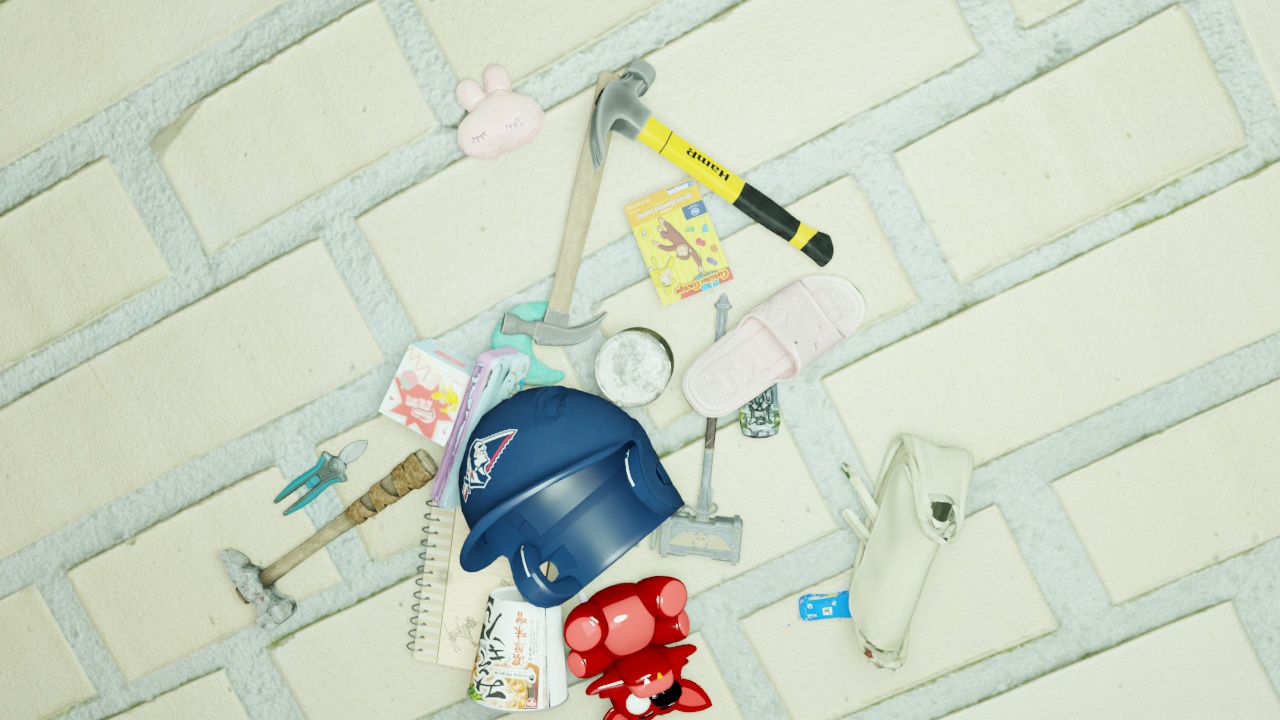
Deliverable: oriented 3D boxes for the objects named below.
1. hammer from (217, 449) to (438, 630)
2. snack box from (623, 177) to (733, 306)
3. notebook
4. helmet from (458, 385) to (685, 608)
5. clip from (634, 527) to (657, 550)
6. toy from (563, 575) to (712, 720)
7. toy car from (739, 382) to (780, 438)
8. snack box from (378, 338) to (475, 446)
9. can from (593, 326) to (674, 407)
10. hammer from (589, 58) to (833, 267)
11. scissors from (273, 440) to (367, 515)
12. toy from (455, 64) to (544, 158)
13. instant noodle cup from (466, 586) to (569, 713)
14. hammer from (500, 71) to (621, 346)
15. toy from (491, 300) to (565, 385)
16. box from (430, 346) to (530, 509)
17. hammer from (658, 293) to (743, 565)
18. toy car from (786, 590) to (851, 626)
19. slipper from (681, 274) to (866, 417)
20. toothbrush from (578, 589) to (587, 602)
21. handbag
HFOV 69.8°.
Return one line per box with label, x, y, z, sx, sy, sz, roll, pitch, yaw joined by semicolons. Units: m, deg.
hammer;-0.393;0.216;1.176;0.319;0.049;0.121;-35;90;8
snack box;0.046;-0.139;1.082;0.088;0.040;0.126;-21;94;8
notebook;-0.206;0.290;1.173;0.167;0.024;0.225;10;98;4
helmet;-0.102;0.139;1.020;0.233;0.271;0.223;-43;81;23
clip;0.011;0.197;1.139;0.044;0.023;0.076;11;96;6
toy;-0.003;0.366;1.116;0.158;0.121;0.197;-19;100;-17
toy car;0.141;0.041;1.099;0.048;0.033;0.105;-2;84;4
snack box;-0.247;0.038;1.117;0.093;0.079;0.095;29;100;2
can;-0.007;0.006;1.090;0.090;0.074;0.090;1;96;5
hammer;0.085;-0.205;1.042;0.324;0.169;0.034;33;143;-8
scissors;-0.406;0.154;1.181;0.136;0.019;0.138;2;96;3
toy;-0.174;-0.294;1.085;0.108;0.053;0.105;-26;79;10
instant noodle cup;-0.144;0.344;1.111;0.124;0.123;0.121;4;89;6
hammer;-0.073;-0.177;1.093;0.119;0.031;0.331;12;93;-15
toy;-0.139;-0.018;1.124;0.085;0.033;0.105;-8;95;-4
box;-0.191;0.083;1.100;0.033;0.076;0.214;32;112;22
hammer;0.086;0.082;1.109;0.098;0.044;0.322;6;95;5
toy car;0.221;0.306;1.108;0.092;0.062;0.033;-7;96;7
slipper;0.153;-0.021;1.055;0.239;0.064;0.094;-35;88;-3
toothbrush;-0.058;0.336;1.166;0.022;0.015;0.155;-23;94;43
handbag;0.282;0.205;1.039;0.132;0.183;0.229;14;115;7
